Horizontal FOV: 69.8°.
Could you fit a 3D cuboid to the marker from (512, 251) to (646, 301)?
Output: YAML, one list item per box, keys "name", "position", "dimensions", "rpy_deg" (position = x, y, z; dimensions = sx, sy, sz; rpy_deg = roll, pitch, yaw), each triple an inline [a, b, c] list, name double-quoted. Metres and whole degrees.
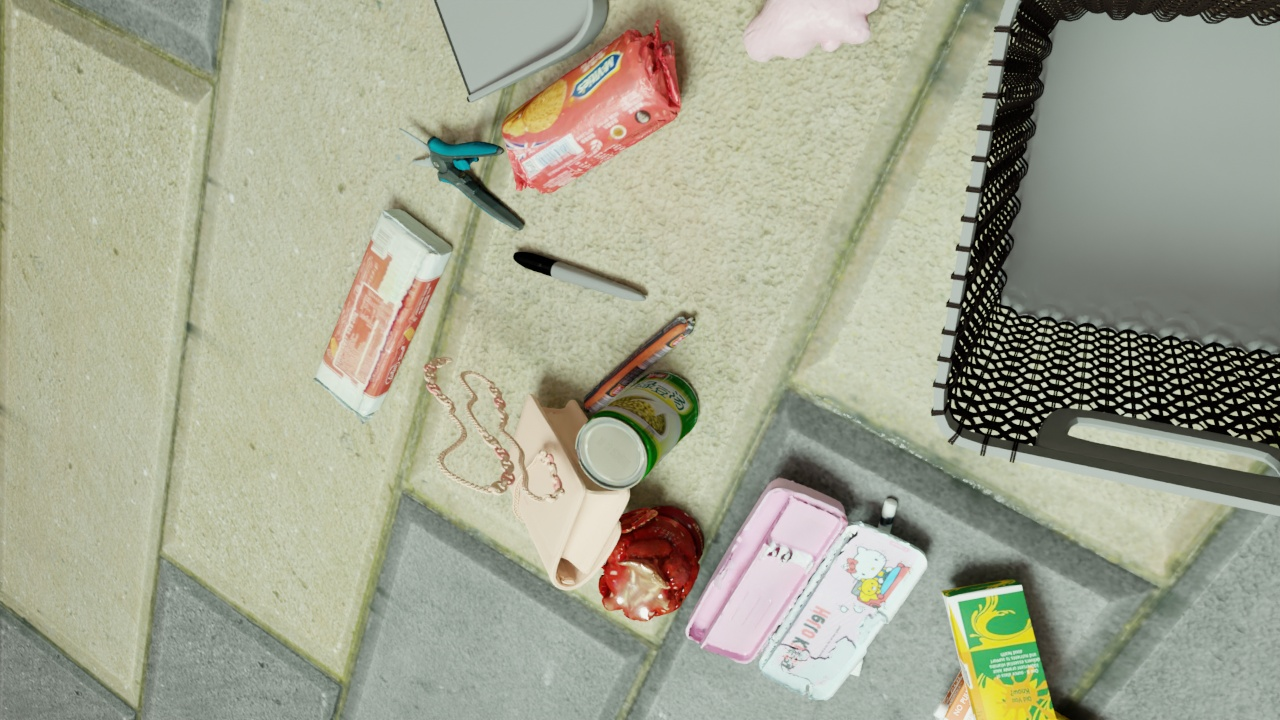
- name: "marker"
  position: [-0.058, -0.076, 0.836]
  dimensions: [0.139, 0.022, 0.016]
  rpy_deg: [20, 101, 19]

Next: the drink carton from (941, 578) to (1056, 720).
- name: "drink carton"
  position: [0.289, 0.244, 0.739]
  dimensions: [0.058, 0.041, 0.122]
  rpy_deg: [-13, 80, 11]

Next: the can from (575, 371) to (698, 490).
- name: "can"
  position: [0.000, 0.058, 0.798]
  dimensions: [0.067, 0.120, 0.067]
  rpy_deg: [8, 111, 22]

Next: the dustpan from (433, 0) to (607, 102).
- name: "dustpan"
  position: [-0.077, -0.333, 0.747]
  dimensions: [0.258, 0.033, 0.163]
  rpy_deg: [-14, 101, 29]

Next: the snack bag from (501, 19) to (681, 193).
- name: "snack bag"
  position: [-0.039, -0.200, 0.754]
  dimensions: [0.177, 0.082, 0.082]
  rpy_deg: [-24, 96, 30]

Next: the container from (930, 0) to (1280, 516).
- name: "container"
  position: [0.323, -0.083, 0.520]
  dimensions: [0.248, 0.243, 0.246]
  rpy_deg: [11, 112, 22]

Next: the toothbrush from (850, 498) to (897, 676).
- name: "toothbrush"
  position: [0.205, 0.205, 0.815]
  dimensions: [0.017, 0.012, 0.187]
  rpy_deg: [10, 113, 8]

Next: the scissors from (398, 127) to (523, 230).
- name: "scissors"
  position: [-0.158, -0.168, 0.844]
  dimensions: [0.148, 0.019, 0.118]
  rpy_deg: [7, 137, 45]

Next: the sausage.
- name: "sausage"
  position: [-0.005, 0.005, 0.841]
  dimensions: [0.156, 0.020, 0.020]
  rpy_deg: [-41, 88, 31]

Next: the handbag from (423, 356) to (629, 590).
- name: "handbag"
  position: [-0.126, 0.103, 0.823]
  dimensions: [0.117, 0.187, 0.198]
  rpy_deg: [-64, 35, 22]

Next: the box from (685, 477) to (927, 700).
- name: "box"
  position: [0.142, 0.207, 0.816]
  dimensions: [0.153, 0.041, 0.202]
  rpy_deg: [23, 120, -3]

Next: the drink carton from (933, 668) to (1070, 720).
- name: "drink carton"
  position: [0.313, 0.309, 0.771]
  dimensions: [0.122, 0.040, 0.058]
  rpy_deg: [29, 92, 14]

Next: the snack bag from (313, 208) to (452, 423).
- name: "snack bag"
  position: [-0.266, -0.043, 0.939]
  dimensions: [0.077, 0.041, 0.226]
  rpy_deg: [38, 121, 10]

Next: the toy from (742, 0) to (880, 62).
- name: "toy"
  position: [0.127, -0.259, 0.663]
  dimensions: [0.096, 0.052, 0.099]
  rpy_deg: [25, 112, 24]

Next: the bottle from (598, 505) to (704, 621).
- name: "bottle"
  position: [0.005, 0.181, 0.845]
  dimensions: [0.099, 0.111, 0.099]
  rpy_deg: [9, 112, 22]
